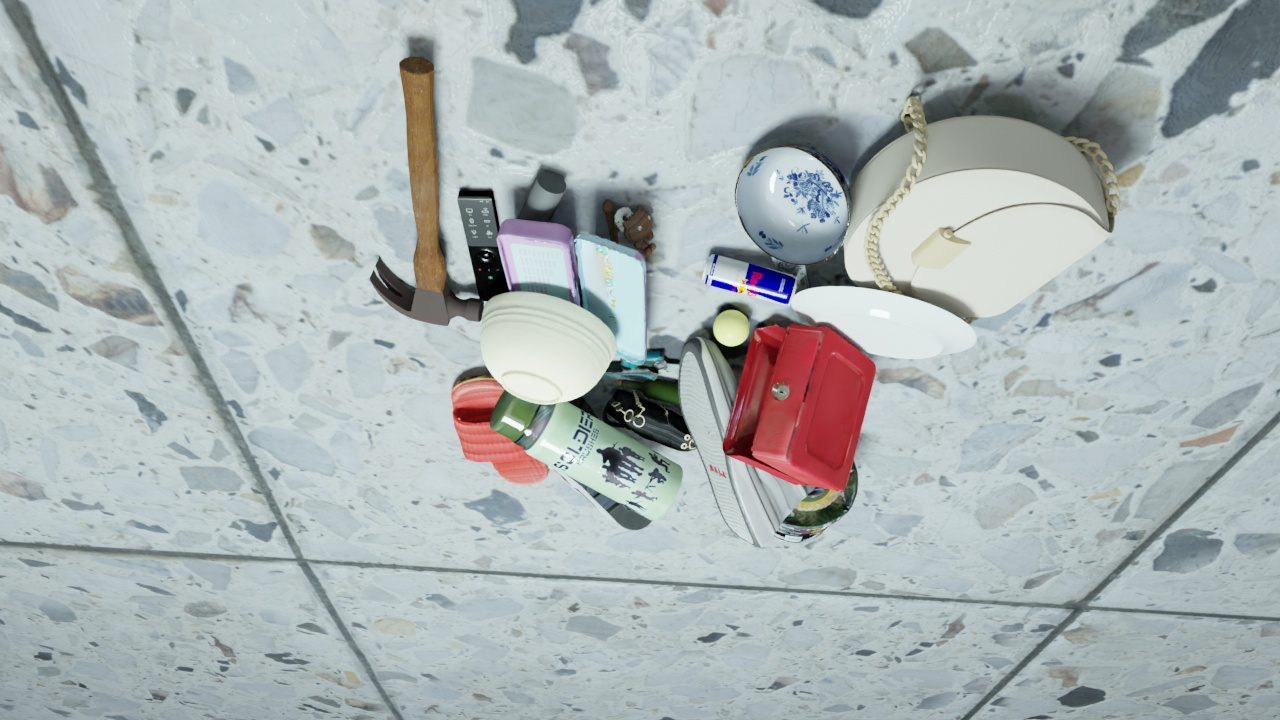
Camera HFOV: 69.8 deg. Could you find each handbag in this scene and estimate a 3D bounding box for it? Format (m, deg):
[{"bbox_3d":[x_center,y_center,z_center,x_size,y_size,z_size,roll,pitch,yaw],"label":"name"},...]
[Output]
[{"bbox_3d":[0.018,0.080,1.120,0.128,0.079,0.054,25,95,-23],"label":"handbag"},{"bbox_3d":[0.296,-0.130,0.840,0.208,0.103,0.211,14,150,-14],"label":"handbag"}]

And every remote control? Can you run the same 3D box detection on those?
[{"bbox_3d":[-0.160,-0.115,0.950,0.034,0.013,0.150,2,141,2],"label":"remote control"},{"bbox_3d":[0.151,-0.105,0.938,0.033,0.013,0.136,-8,140,15],"label":"remote control"}]

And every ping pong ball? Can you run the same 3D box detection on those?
[{"bbox_3d":[0.100,-0.036,1.008,0.040,0.040,0.040,2,141,2],"label":"ping pong ball"}]

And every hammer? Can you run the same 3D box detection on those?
[{"bbox_3d":[-0.209,-0.147,0.887,0.115,0.033,0.324,12,142,-1],"label":"hammer"}]

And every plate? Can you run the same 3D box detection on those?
[{"bbox_3d":[0.247,-0.032,0.948,0.188,0.016,0.189,16,168,3],"label":"plate"}]

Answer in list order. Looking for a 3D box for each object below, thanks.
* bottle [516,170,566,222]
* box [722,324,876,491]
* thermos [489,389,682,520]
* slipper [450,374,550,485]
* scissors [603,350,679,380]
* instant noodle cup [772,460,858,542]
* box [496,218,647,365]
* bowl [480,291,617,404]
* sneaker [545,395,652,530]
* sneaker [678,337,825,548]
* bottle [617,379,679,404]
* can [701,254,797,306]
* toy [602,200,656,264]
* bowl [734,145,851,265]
[{"bbox_3d":[-0.107,-0.137,0.906,0.030,0.030,0.113,17,139,-17],"label":"bottle"},{"bbox_3d":[0.182,0.051,0.997,0.134,0.157,0.111,25,163,-33],"label":"box"},{"bbox_3d":[-0.064,0.100,1.076,0.231,0.082,0.083,30,135,-16],"label":"thermos"},{"bbox_3d":[-0.181,0.107,1.194,0.103,0.059,0.249,-4,142,9],"label":"slipper"},{"bbox_3d":[-0.009,0.001,1.080,0.124,0.019,0.148,-26,135,30],"label":"scissors"},{"bbox_3d":[0.205,0.172,1.197,0.137,0.137,0.112,2,151,2],"label":"instant noodle cup"},{"bbox_3d":[-0.063,-0.064,0.949,0.151,0.034,0.214,15,153,8],"label":"box"},{"bbox_3d":[-0.106,-0.001,0.979,0.151,0.075,0.151,12,154,6],"label":"bowl"},{"bbox_3d":[-0.084,0.119,1.175,0.240,0.088,0.124,51,163,-12],"label":"sneaker"},{"bbox_3d":[0.132,0.082,1.077,0.128,0.097,0.263,-28,106,-20],"label":"sneaker"},{"bbox_3d":[0.024,0.036,1.116,0.106,0.025,0.025,11,141,-10],"label":"bottle"},{"bbox_3d":[0.112,-0.083,0.941,0.095,0.032,0.032,15,141,4],"label":"can"},{"bbox_3d":[-0.011,-0.114,0.920,0.055,0.041,0.102,14,138,24],"label":"toy"},{"bbox_3d":[0.147,-0.149,0.843,0.114,0.045,0.114,21,131,27],"label":"bowl"}]
